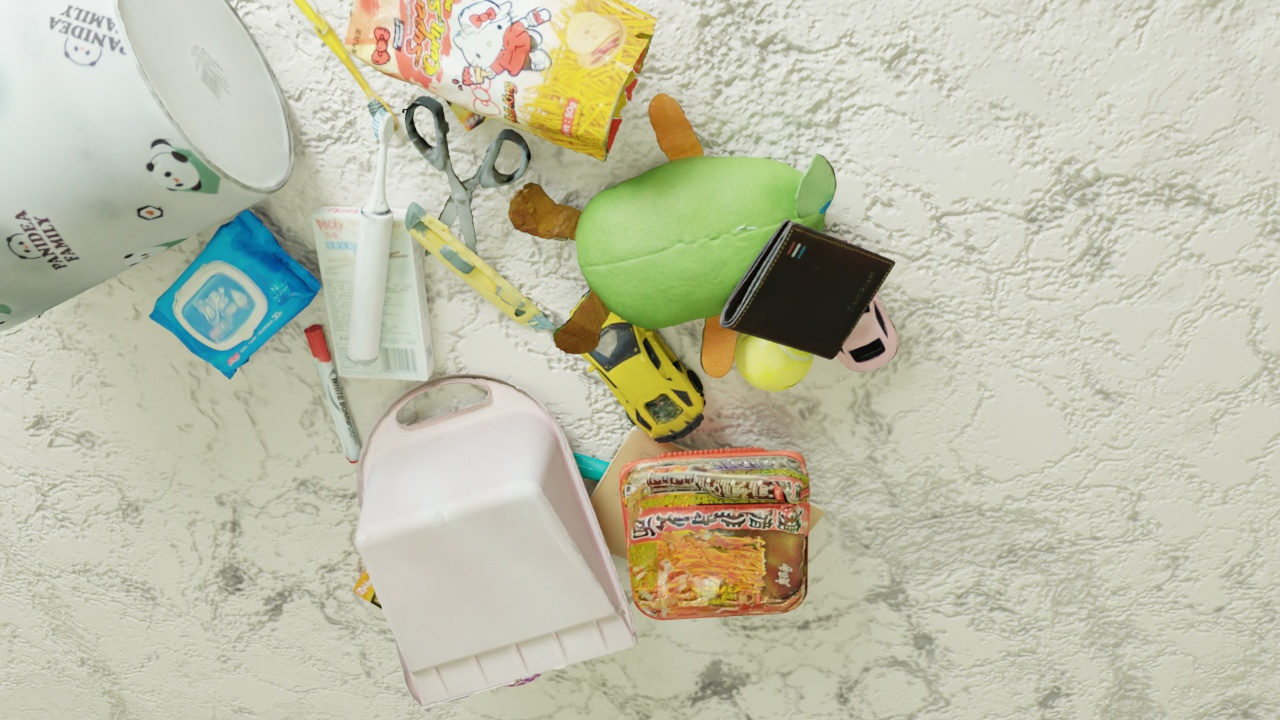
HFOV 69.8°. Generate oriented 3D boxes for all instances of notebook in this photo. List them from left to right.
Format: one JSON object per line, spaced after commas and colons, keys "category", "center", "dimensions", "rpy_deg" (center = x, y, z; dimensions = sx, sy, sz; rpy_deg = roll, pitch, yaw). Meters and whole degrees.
{"category": "notebook", "center": [0.052, 0.158, 0.891], "dimensions": [0.207, 0.008, 0.148], "rpy_deg": [24, 118, -12]}

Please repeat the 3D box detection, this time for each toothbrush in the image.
{"category": "toothbrush", "center": [-0.246, -0.255, 0.696], "dimensions": [0.016, 0.018, 0.191], "rpy_deg": [-27, 113, 17]}
{"category": "toothbrush", "center": [-0.217, -0.095, 0.745], "dimensions": [0.026, 0.026, 0.221], "rpy_deg": [32, 124, 27]}

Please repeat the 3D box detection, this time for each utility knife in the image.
{"category": "utility knife", "center": [-0.136, -0.074, 0.776], "dimensions": [0.031, 0.018, 0.165], "rpy_deg": [-30, 129, 30]}
{"category": "utility knife", "center": [-0.050, 0.103, 0.877], "dimensions": [0.205, 0.013, 0.029], "rpy_deg": [15, 122, -4]}

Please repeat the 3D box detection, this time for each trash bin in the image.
{"category": "trash bin", "center": [-0.412, -0.163, 0.658], "dimensions": [0.252, 0.229, 0.230], "rpy_deg": [-20, 115, 9]}

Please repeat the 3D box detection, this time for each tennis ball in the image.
{"category": "tennis ball", "center": [0.112, -0.007, 0.770], "dimensions": [0.065, 0.065, 0.066], "rpy_deg": [2, 119, 4]}

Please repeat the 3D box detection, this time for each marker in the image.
{"category": "marker", "center": [-0.287, 0.034, 0.861], "dimensions": [0.017, 0.017, 0.145], "rpy_deg": [-4, 118, 8]}

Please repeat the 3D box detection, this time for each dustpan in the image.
{"category": "dustpan", "center": [-0.142, 0.158, 0.850], "dimensions": [0.222, 0.138, 0.274], "rpy_deg": [-15, 119, 3]}

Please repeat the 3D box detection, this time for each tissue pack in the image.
{"category": "tissue pack", "center": [-0.356, -0.052, 0.798], "dimensions": [0.157, 0.052, 0.095], "rpy_deg": [-37, 107, 24]}

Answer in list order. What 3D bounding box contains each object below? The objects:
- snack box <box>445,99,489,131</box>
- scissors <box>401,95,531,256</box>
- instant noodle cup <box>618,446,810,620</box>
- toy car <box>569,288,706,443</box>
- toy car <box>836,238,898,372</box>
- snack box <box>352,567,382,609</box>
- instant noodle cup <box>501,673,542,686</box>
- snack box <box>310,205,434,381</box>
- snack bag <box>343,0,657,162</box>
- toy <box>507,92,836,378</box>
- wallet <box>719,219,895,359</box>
{"category": "snack box", "center": [-0.132, -0.252, 0.678], "dimensions": [0.087, 0.033, 0.140], "rpy_deg": [-26, 111, 18]}
{"category": "scissors", "center": [-0.140, -0.133, 0.717], "dimensions": [0.175, 0.014, 0.159], "rpy_deg": [-11, 132, 33]}
{"category": "instant noodle cup", "center": [0.069, 0.149, 0.835], "dimensions": [0.164, 0.079, 0.189], "rpy_deg": [-3, 119, 3]}
{"category": "toy car", "center": [-0.005, 0.005, 0.803], "dimensions": [0.071, 0.041, 0.156], "rpy_deg": [-29, 111, 19]}
{"category": "toy car", "center": [0.172, -0.043, 0.761], "dimensions": [0.056, 0.037, 0.122], "rpy_deg": [-26, 112, 17]}
{"category": "snack box", "center": [-0.227, 0.205, 0.944], "dimensions": [0.075, 0.026, 0.154], "rpy_deg": [35, 117, -12]}
{"category": "instant noodle cup", "center": [-0.133, 0.268, 0.928], "dimensions": [0.111, 0.111, 0.099], "rpy_deg": [0, 126, 6]}
{"category": "snack box", "center": [-0.230, -0.056, 0.800], "dimensions": [0.085, 0.026, 0.157], "rpy_deg": [3, 119, 4]}
{"category": "snack bag", "center": [-0.100, -0.229, 0.642], "dimensions": [0.208, 0.073, 0.129], "rpy_deg": [25, 119, 0]}
{"category": "toy", "center": [0.032, -0.092, 0.718], "dimensions": [0.247, 0.089, 0.227], "rpy_deg": [-12, 106, 8]}
{"category": "wallet", "center": [0.129, -0.052, 0.702], "dimensions": [0.122, 0.020, 0.096], "rpy_deg": [13, 120, -36]}
